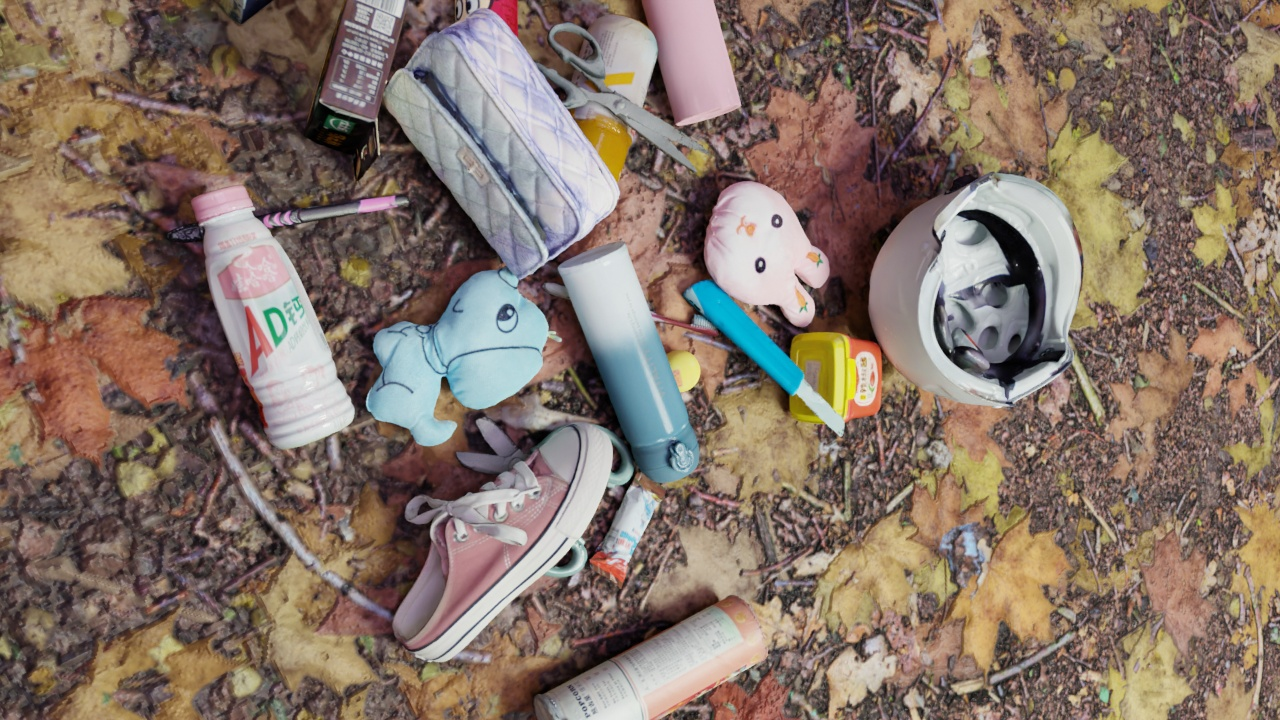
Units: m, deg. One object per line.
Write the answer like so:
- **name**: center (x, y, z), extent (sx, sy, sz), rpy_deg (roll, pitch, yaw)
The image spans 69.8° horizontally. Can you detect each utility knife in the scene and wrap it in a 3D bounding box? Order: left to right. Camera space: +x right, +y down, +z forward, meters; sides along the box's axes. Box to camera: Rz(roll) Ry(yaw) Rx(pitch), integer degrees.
- **utility knife**: center (0.124, -0.003, 0.887), extent (0.204, 0.018, 0.034), rpy_deg (45, 62, 6)

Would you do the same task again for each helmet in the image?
- **helmet**: center (0.335, -0.070, 0.960), extent (0.257, 0.146, 0.229), rpy_deg (-44, 109, -30)

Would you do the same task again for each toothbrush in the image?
- **toothbrush**: center (-0.277, -0.115, 0.735), extent (0.188, 0.018, 0.014), rpy_deg (-15, 106, -26)
- **toothbrush**: center (-0.005, -0.051, 0.867), extent (0.187, 0.016, 0.017), rpy_deg (14, 76, -25)

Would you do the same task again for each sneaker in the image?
- **sneaker**: center (-0.124, 0.137, 0.749), extent (0.241, 0.118, 0.088), rpy_deg (-47, 125, -3)

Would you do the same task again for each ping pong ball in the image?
- **ping pong ball**: center (0.037, 0.010, 0.872), extent (0.040, 0.040, 0.040), rpy_deg (0, 90, -26)

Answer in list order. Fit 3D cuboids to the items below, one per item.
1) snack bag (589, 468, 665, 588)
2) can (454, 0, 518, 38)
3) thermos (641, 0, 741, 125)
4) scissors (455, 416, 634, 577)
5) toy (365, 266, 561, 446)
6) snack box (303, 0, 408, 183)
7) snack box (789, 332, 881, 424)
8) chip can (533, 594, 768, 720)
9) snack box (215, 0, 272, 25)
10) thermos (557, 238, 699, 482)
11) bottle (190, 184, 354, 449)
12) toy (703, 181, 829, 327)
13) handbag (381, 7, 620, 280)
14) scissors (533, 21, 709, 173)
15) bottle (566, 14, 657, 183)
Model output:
- **snack bag**: center (-0.011, 0.157, 0.857), extent (0.048, 0.026, 0.104), rpy_deg (39, 74, -34)
- **can**: center (-0.132, -0.301, 0.785), extent (0.053, 0.053, 0.132), rpy_deg (-1, 90, -26)
- **thermos**: center (0.028, -0.323, 0.860), extent (0.087, 0.067, 0.198), rpy_deg (-17, 99, 1)
- **scissors**: center (-0.076, 0.100, 0.831), extent (0.175, 0.019, 0.175), rpy_deg (-38, 104, -20)
- **toy**: center (-0.147, -0.006, 0.778), extent (0.156, 0.050, 0.161), rpy_deg (7, 82, -18)
- **snack box**: center (-0.219, -0.214, 0.708), extent (0.053, 0.113, 0.125), rpy_deg (17, 82, -24)
- **snack box**: center (0.199, 0.018, 0.934), extent (0.080, 0.082, 0.091), rpy_deg (0, 90, -39)
- **chip can**: center (0.013, 0.291, 0.843), extent (0.214, 0.071, 0.071), rpy_deg (-21, 99, -25)
- **snack box**: center (-0.233, -0.340, 0.664), extent (0.177, 0.183, 0.046), rpy_deg (-47, 109, -18)
- **thermos**: center (-0.005, 0.005, 0.825), extent (0.070, 0.070, 0.220), rpy_deg (-28, 107, -23)
- **bottle**: center (-0.283, -0.033, 0.698), extent (0.068, 0.068, 0.197), rpy_deg (-23, 102, -24)
- **toy**: center (0.130, -0.104, 0.914), extent (0.159, 0.054, 0.121), rpy_deg (30, 71, -30)
- **handbag**: center (-0.116, -0.169, 0.736), extent (0.075, 0.134, 0.194), rpy_deg (-42, 100, -35)
- **scissors**: center (-0.018, -0.225, 0.781), extent (0.170, 0.014, 0.150), rpy_deg (-3, 83, -1)
- **bottle**: center (-0.038, -0.212, 0.822), extent (0.068, 0.068, 0.189), rpy_deg (19, 82, -25)
